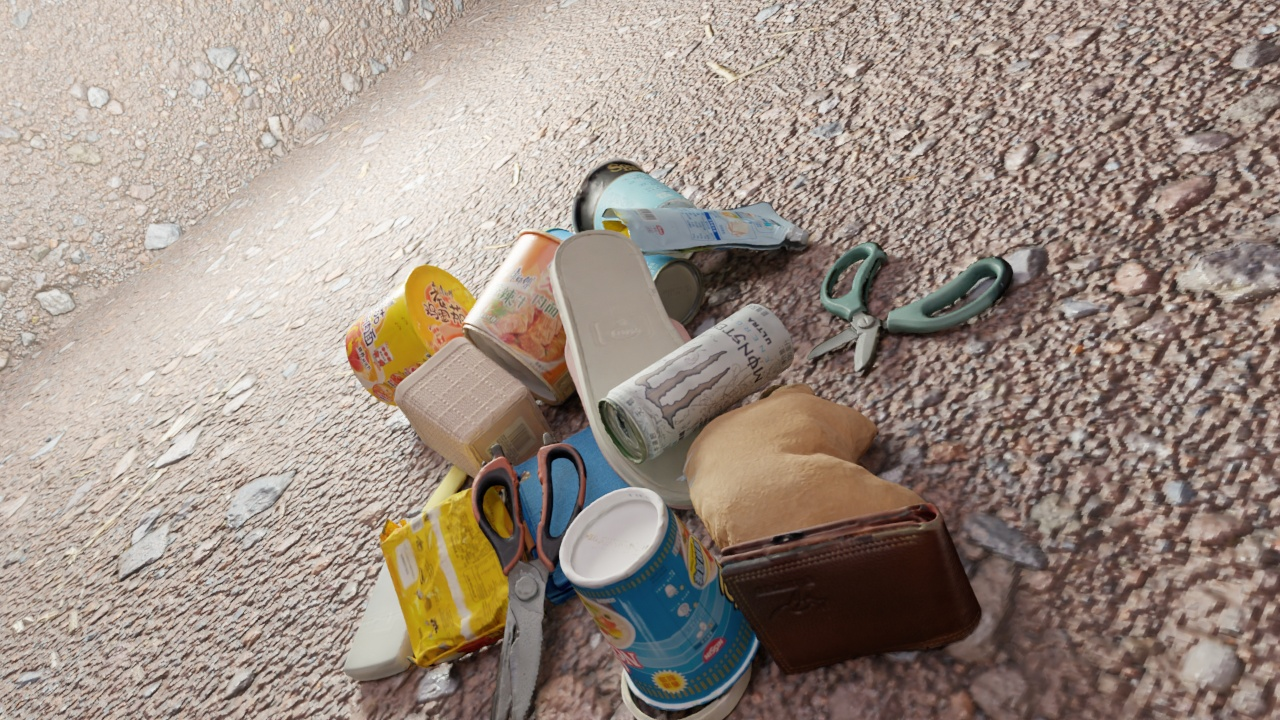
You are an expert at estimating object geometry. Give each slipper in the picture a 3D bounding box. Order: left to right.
[{"bbox_3d":[-0.004,0.004,0.751,0.114,0.055,0.274,-17,59,-14],"label":"slipper"}]

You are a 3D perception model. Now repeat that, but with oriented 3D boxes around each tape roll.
[{"bbox_3d":[0.028,0.193,0.575,0.086,0.014,0.085,-23,33,15],"label":"tape roll"}]

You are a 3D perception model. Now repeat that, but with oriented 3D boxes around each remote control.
[{"bbox_3d":[-0.197,0.195,0.764,0.058,0.021,0.149,-18,35,22],"label":"remote control"}]

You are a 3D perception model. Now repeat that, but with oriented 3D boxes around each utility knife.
[{"bbox_3d":[-0.151,0.073,0.892,0.031,0.022,0.218,3,52,38],"label":"utility knife"}]

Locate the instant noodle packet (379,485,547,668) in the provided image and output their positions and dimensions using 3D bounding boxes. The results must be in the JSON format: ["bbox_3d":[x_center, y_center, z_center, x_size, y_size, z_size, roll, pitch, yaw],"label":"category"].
[{"bbox_3d":[-0.138,0.160,0.705,0.111,0.044,0.128,-26,57,1],"label":"instant noodle packet"}]

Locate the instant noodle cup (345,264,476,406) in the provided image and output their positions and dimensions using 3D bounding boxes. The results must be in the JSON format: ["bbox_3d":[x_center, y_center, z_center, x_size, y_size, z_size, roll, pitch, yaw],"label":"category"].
[{"bbox_3d":[-0.245,-0.020,1.004,0.110,0.138,0.137,-28,31,22],"label":"instant noodle cup"}]

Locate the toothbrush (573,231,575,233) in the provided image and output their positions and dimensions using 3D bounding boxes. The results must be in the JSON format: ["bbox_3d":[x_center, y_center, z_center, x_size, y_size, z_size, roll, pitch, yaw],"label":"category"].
[{"bbox_3d":[-0.108,-0.111,1.107,0.021,0.029,0.188,26,52,8],"label":"toothbrush"}]

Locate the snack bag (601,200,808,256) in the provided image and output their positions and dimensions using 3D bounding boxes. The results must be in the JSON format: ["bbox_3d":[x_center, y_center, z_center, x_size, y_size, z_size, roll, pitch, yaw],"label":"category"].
[{"bbox_3d":[0.065,-0.127,0.889,0.190,0.039,0.110,-5,21,-20],"label":"snack bag"}]

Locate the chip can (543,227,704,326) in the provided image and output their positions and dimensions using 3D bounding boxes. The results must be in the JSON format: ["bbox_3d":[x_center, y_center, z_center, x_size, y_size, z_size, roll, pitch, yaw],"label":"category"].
[{"bbox_3d":[-0.031,-0.088,0.941,0.071,0.071,0.210,-46,39,-21],"label":"chip can"}]

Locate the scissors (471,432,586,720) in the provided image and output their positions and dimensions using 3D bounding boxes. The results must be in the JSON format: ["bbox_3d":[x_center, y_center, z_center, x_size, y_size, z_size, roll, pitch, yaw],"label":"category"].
[{"bbox_3d":[-0.094,0.151,0.662,0.193,0.015,0.206,33,62,24],"label":"scissors"}]

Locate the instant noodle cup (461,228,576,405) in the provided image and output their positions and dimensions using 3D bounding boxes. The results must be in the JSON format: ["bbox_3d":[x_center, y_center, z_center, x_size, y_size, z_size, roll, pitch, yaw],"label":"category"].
[{"bbox_3d":[-0.091,-0.035,0.877,0.151,0.151,0.111,18,65,51],"label":"instant noodle cup"}]

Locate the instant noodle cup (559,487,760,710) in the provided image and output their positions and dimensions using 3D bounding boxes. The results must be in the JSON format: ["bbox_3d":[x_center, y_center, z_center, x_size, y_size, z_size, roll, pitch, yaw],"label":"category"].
[{"bbox_3d":[0.008,0.136,0.551,0.099,0.110,0.099,-23,32,16],"label":"instant noodle cup"}]

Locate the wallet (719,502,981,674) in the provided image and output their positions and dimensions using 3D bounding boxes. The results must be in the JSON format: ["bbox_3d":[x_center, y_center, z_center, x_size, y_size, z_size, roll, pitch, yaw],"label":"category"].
[{"bbox_3d":[0.117,0.126,0.506,0.125,0.101,0.032,-19,36,21],"label":"wallet"}]

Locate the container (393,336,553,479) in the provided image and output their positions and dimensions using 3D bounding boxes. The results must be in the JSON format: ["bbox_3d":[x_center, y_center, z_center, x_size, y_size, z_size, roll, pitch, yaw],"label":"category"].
[{"bbox_3d":[-0.149,0.052,0.840,0.089,0.090,0.111,-42,47,-20],"label":"container"}]

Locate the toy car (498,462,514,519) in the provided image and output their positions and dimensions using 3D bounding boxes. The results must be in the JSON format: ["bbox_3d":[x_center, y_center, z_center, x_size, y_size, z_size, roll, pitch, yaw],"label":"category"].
[{"bbox_3d":[-0.127,0.126,0.778,0.035,0.042,0.090,11,53,20],"label":"toy car"}]

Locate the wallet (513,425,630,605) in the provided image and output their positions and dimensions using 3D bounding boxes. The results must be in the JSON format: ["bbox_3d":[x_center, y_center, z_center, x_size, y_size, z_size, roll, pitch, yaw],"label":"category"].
[{"bbox_3d":[-0.045,0.115,0.721,0.106,0.040,0.133,-31,39,0],"label":"wallet"}]

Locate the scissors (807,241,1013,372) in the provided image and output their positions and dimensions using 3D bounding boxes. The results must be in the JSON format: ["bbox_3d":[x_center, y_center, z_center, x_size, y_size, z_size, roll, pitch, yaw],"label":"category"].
[{"bbox_3d":[0.217,-0.054,0.745,0.180,0.019,0.169,-12,36,28],"label":"scissors"}]

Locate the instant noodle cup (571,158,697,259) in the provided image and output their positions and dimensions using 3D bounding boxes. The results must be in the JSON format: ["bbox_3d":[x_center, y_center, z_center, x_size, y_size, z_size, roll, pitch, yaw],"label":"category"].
[{"bbox_3d":[0.001,-0.151,0.993,0.111,0.111,0.120,-41,40,-13],"label":"instant noodle cup"}]

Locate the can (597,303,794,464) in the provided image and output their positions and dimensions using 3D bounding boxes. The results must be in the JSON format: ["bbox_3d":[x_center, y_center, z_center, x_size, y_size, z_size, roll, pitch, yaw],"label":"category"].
[{"bbox_3d":[0.043,0.016,0.678,0.146,0.058,0.058,-31,30,-21],"label":"can"}]

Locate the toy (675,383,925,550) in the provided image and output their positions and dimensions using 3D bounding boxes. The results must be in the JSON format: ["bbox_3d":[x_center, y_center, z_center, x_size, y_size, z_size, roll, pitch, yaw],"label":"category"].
[{"bbox_3d":[0.096,0.069,0.625,0.143,0.083,0.225,-4,30,-8],"label":"toy"}]
